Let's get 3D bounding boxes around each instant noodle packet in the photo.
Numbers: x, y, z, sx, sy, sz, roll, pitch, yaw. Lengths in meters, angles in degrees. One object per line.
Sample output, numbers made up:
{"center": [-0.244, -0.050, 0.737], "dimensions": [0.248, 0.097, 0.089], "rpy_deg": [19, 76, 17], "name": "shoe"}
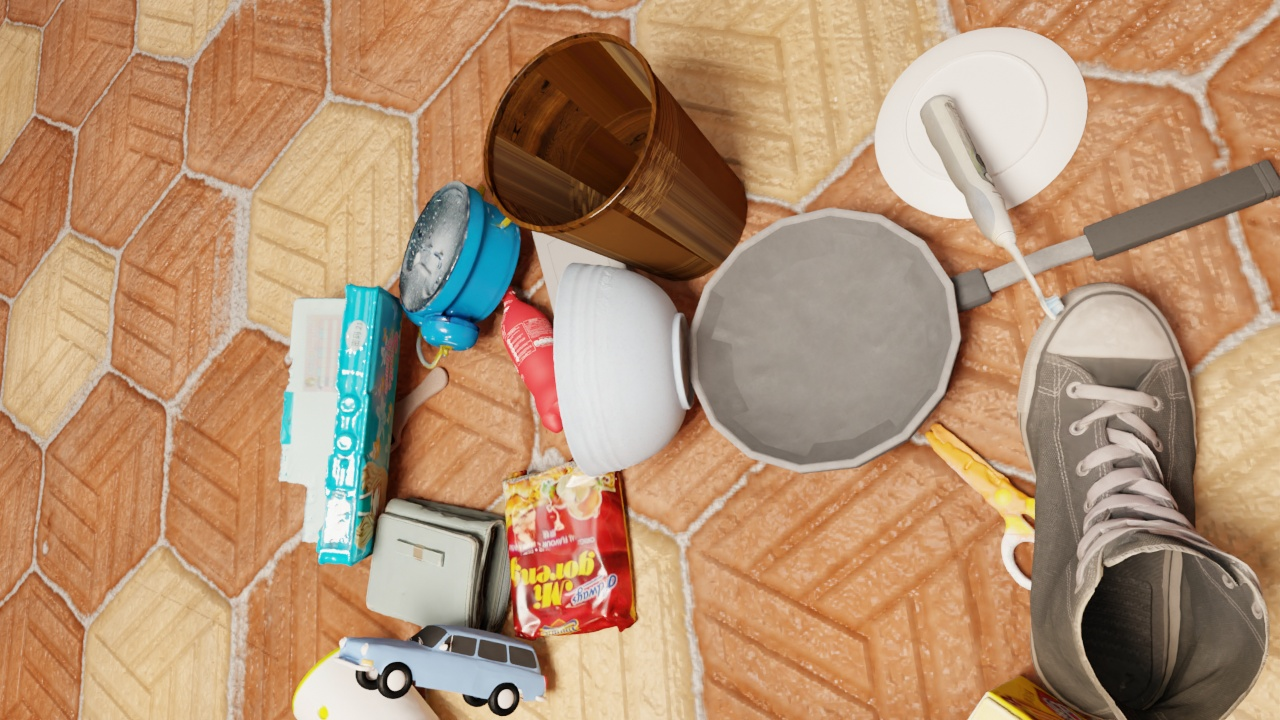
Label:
{"center": [-0.057, 0.139, 0.691], "dimensions": [0.099, 0.039, 0.135], "rpy_deg": [-14, 73, 24], "name": "instant noodle packet"}

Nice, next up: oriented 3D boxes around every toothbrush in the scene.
{"center": [0.208, -0.094, 0.551], "dimensions": [0.024, 0.022, 0.185], "rpy_deg": [-31, 49, 24], "name": "toothbrush"}

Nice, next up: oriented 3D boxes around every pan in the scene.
{"center": [0.199, -0.041, 0.576], "dimensions": [0.358, 0.041, 0.178], "rpy_deg": [-21, 65, 20], "name": "pan"}

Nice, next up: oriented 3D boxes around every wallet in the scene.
{"center": [-0.164, 0.167, 0.745], "dimensions": [0.132, 0.054, 0.100], "rpy_deg": [2, 79, 37], "name": "wallet"}

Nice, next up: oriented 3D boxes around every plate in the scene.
{"center": [0.221, -0.160, 0.607], "dimensions": [0.135, 0.011, 0.134], "rpy_deg": [-8, 74, 30], "name": "plate"}

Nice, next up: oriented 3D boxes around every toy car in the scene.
{"center": [-0.139, 0.216, 0.655], "dimensions": [0.056, 0.153, 0.054], "rpy_deg": [-14, 59, 54], "name": "toy car"}

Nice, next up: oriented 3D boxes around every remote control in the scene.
{"center": [-0.049, -0.094, 0.753], "dimensions": [0.074, 0.019, 0.151], "rpy_deg": [-27, 67, 24], "name": "remote control"}

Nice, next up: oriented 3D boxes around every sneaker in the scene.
{"center": [0.246, 0.066, 0.462], "dimensions": [0.095, 0.120, 0.234], "rpy_deg": [8, 81, 12], "name": "sneaker"}

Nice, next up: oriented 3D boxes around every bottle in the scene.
{"center": [-0.082, -0.005, 0.738], "dimensions": [0.042, 0.042, 0.141], "rpy_deg": [-40, 61, 18], "name": "bottle"}

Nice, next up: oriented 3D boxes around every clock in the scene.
{"center": [-0.160, -0.071, 0.776], "dimensions": [0.117, 0.060, 0.161], "rpy_deg": [43, 110, 52], "name": "clock"}

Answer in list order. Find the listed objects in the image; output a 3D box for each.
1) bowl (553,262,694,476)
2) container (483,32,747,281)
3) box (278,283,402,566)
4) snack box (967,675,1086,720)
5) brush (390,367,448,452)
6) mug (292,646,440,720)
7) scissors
{"center": [-0.004, 0.004, 0.637], "dimensions": [0.075, 0.150, 0.150], "rpy_deg": [-4, 75, 11], "name": "bowl"}
{"center": [-0.005, -0.127, 0.644], "dimensions": [0.132, 0.167, 0.132], "rpy_deg": [-8, 74, 30], "name": "container"}
{"center": [-0.256, 0.054, 0.802], "dimensions": [0.172, 0.084, 0.227], "rpy_deg": [-1, 83, 55], "name": "box"}
{"center": [0.194, 0.218, 0.476], "dimensions": [0.061, 0.105, 0.083], "rpy_deg": [34, 96, 33], "name": "snack box"}
{"center": [-0.224, 0.051, 0.828], "dimensions": [0.136, 0.015, 0.050], "rpy_deg": [-40, 62, 18], "name": "brush"}
{"center": [-0.211, 0.287, 0.723], "dimensions": [0.106, 0.082, 0.082], "rpy_deg": [36, 98, 32], "name": "mug"}
{"center": [0.217, 0.085, 0.551], "dimensions": [0.128, 0.013, 0.065], "rpy_deg": [44, 101, 31], "name": "scissors"}
